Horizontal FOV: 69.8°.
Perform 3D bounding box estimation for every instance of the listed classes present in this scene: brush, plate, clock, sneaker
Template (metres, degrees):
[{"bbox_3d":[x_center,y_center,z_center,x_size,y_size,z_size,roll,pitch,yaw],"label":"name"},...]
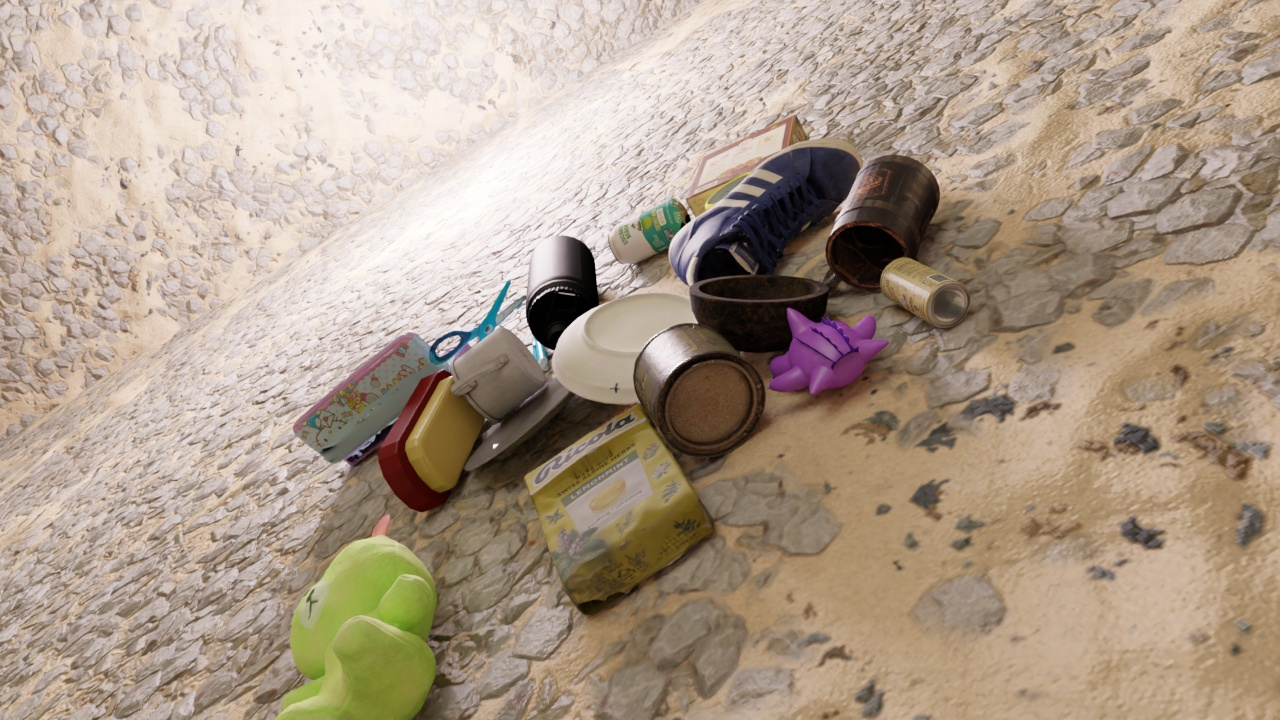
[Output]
[{"bbox_3d":[-0.208,0.077,0.950,0.042,0.082,0.173,-22,26,21],"label":"brush"},{"bbox_3d":[-0.104,0.053,0.918,0.178,0.012,0.178,-39,9,7],"label":"plate"},{"bbox_3d":[0.004,-0.023,0.867,0.182,0.034,0.182,-6,31,4],"label":"plate"},{"bbox_3d":[0.126,-0.177,1.057,0.083,0.057,0.119,-42,20,-22],"label":"clock"},{"bbox_3d":[0.135,-0.144,0.945,0.233,0.091,0.118,-29,20,9],"label":"sneaker"}]

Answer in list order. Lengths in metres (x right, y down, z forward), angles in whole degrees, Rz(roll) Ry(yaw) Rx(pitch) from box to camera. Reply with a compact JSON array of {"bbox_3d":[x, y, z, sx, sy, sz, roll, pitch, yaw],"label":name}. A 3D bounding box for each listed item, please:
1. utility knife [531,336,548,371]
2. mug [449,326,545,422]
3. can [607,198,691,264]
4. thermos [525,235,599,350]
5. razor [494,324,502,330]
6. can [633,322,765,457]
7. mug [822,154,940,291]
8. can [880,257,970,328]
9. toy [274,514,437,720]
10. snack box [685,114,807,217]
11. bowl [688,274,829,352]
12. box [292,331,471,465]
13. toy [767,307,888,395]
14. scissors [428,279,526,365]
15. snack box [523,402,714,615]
[{"bbox_3d":[-0.127,-0.020,1.120,0.022,0.015,0.167,-60,19,13],"label":"utility knife"},{"bbox_3d":[-0.155,0.015,0.972,0.070,0.084,0.113,-37,-7,8],"label":"mug"},{"bbox_3d":[0.013,-0.162,1.168,0.102,0.055,0.054,-22,27,22],"label":"can"},{"bbox_3d":[-0.093,-0.078,1.099,0.086,0.086,0.198,-28,25,9],"label":"thermos"},{"bbox_3d":[-0.180,-0.013,1.133,0.067,0.054,0.151,-45,19,2],"label":"razor"},{"bbox_3d":[0.046,0.023,0.741,0.090,0.090,0.074,-33,25,-1],"label":"can"},{"bbox_3d":[0.210,-0.115,0.840,0.116,0.080,0.107,-48,7,49],"label":"mug"},{"bbox_3d":[0.227,-0.056,0.738,0.038,0.038,0.079,-33,24,0],"label":"can"},{"bbox_3d":[-0.207,0.210,0.695,0.150,0.107,0.196,-54,14,8],"label":"toy"},{"bbox_3d":[0.141,-0.250,1.196,0.143,0.041,0.146,-20,28,26],"label":"snack box"},{"bbox_3d":[0.104,-0.037,0.809,0.121,0.056,0.121,-1,16,0],"label":"bowl"},{"bbox_3d":[-0.306,0.034,1.090,0.215,0.091,0.090,-36,22,21],"label":"box"},{"bbox_3d":[0.145,-0.007,0.722,0.106,0.056,0.088,-34,28,-5],"label":"toy"},{"bbox_3d":[-0.180,-0.034,1.011,0.013,0.118,0.140,37,105,33],"label":"scissors"},{"bbox_3d":[-0.023,0.109,0.718,0.121,0.045,0.181,-33,24,-1],"label":"snack box"}]
